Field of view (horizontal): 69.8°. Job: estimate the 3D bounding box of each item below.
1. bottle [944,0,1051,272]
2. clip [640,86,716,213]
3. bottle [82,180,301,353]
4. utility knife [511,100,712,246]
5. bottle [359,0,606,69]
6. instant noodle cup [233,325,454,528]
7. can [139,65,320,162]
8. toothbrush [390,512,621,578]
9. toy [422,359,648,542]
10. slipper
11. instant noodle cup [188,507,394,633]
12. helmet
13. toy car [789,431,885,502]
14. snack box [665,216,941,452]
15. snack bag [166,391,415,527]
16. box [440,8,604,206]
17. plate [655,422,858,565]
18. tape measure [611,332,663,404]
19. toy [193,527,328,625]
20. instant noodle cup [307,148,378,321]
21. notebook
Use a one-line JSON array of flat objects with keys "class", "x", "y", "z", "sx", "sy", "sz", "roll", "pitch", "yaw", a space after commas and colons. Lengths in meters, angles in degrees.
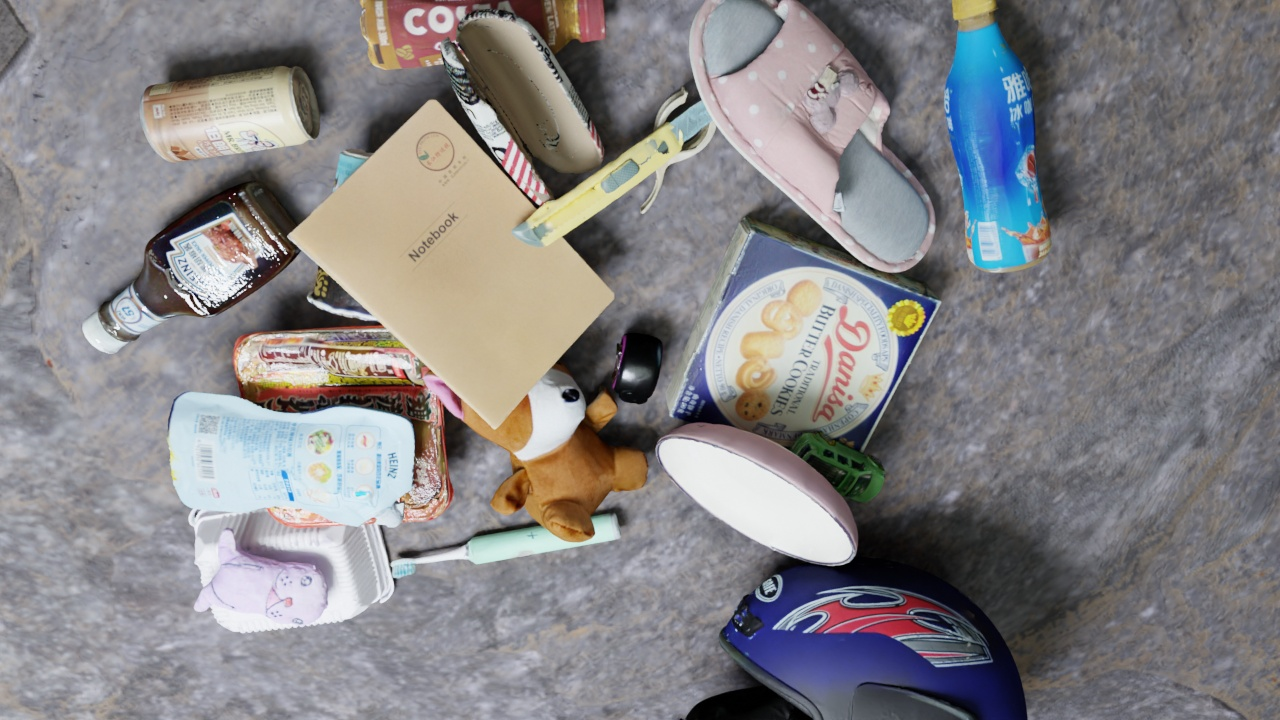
[{"class": "bottle", "x": 0.277, "y": -0.180, "z": 0.724, "sx": 0.065, "sy": 0.065, "sz": 0.219, "roll": -16, "pitch": 112, "yaw": 4}, {"class": "clip", "x": 0.010, "y": -0.176, "z": 0.730, "sx": 0.105, "sy": 0.034, "sz": 0.081, "roll": -36, "pitch": 111, "yaw": 14}, {"class": "bottle", "x": -0.373, "y": -0.069, "z": 0.754, "sx": 0.195, "sy": 0.044, "sz": 0.080, "roll": -30, "pitch": 110, "yaw": 11}, {"class": "utility knife", "x": -0.012, "y": -0.147, "z": 0.703, "sx": 0.198, "sy": 0.021, "sz": 0.031, "roll": -38, "pitch": 122, "yaw": -4}, {"class": "bottle", "x": -0.114, "y": -0.252, "z": 0.678, "sx": 0.175, "sy": 0.057, "sz": 0.057, "roll": -5, "pitch": 113, "yaw": 0}, {"class": "instant noodle cup", "x": -0.247, "y": 0.051, "z": 0.792, "sx": 0.164, "sy": 0.079, "sz": 0.189, "roll": -2, "pitch": 112, "yaw": -2}, {"class": "can", "x": -0.310, "y": -0.187, "z": 0.697, "sx": 0.116, "sy": 0.058, "sz": 0.058, "roll": -8, "pitch": 113, "yaw": 1}, {"class": "toothbrush", "x": -0.130, "y": 0.177, "z": 0.879, "sx": 0.224, "sy": 0.027, "sz": 0.026, "roll": -10, "pitch": 150, "yaw": 2}, {"class": "toy", "x": -0.084, "y": 0.057, "z": 0.782, "sx": 0.131, "sy": 0.139, "sz": 0.199, "roll": -16, "pitch": 110, "yaw": 48}, {"class": "slipper", "x": 0.144, "y": -0.174, "z": 0.707, "sx": 0.274, "sy": 0.054, "sz": 0.114, "roll": 44, "pitch": 75, "yaw": -21}, {"class": "instant noodle cup", "x": -0.332, "y": 0.195, "z": 0.861, "sx": 0.173, "sy": 0.060, "sz": 0.138, "roll": -6, "pitch": 114, "yaw": 2}, {"class": "helmet", "x": 0.182, "y": 0.301, "z": 0.834, "sx": 0.315, "sy": 0.247, "sz": 0.240, "roll": 0, "pitch": 87, "yaw": 1}, {"class": "toy car", "x": 0.173, "y": 0.097, "z": 0.806, "sx": 0.091, "sy": 0.036, "sz": 0.043, "roll": 22, "pitch": 111, "yaw": -15}, {"class": "snack box", "x": 0.138, "y": -0.009, "z": 0.801, "sx": 0.182, "sy": 0.045, "sz": 0.178, "roll": 18, "pitch": 112, "yaw": -9}, {"class": "snack bag", "x": -0.278, "y": 0.082, "z": 0.741, "sx": 0.191, "sy": 0.038, "sz": 0.110, "roll": 5, "pitch": 105, "yaw": -2}, {"class": "box", "x": -0.080, "y": -0.188, "z": 0.679, "sx": 0.087, "sy": 0.076, "sz": 0.163, "roll": -36, "pitch": 141, "yaw": 2}, {"class": "plate", "x": 0.104, "y": 0.110, "z": 0.798, "sx": 0.192, "sy": 0.193, "sz": 0.039, "roll": 41, "pitch": 67, "yaw": -17}, {"class": "tape measure", "x": -0.005, "y": 0.005, "z": 0.794, "sx": 0.039, "sy": 0.057, "sz": 0.058, "roll": 12, "pitch": 121, "yaw": -7}, {"class": "toy", "x": -0.327, "y": 0.197, "z": 0.809, "sx": 0.108, "sy": 0.039, "sz": 0.084, "roll": 20, "pitch": 102, "yaw": -9}, {"class": "instant noodle cup", "x": -0.200, "y": -0.101, "z": 0.721, "sx": 0.111, "sy": 0.111, "sz": 0.120, "roll": 7, "pitch": 104, "yaw": -6}, {"class": "notebook", "x": -0.133, "y": -0.070, "z": 0.692, "sx": 0.147, "sy": 0.008, "sz": 0.207, "roll": -49, "pitch": 112, "yaw": -14}]
